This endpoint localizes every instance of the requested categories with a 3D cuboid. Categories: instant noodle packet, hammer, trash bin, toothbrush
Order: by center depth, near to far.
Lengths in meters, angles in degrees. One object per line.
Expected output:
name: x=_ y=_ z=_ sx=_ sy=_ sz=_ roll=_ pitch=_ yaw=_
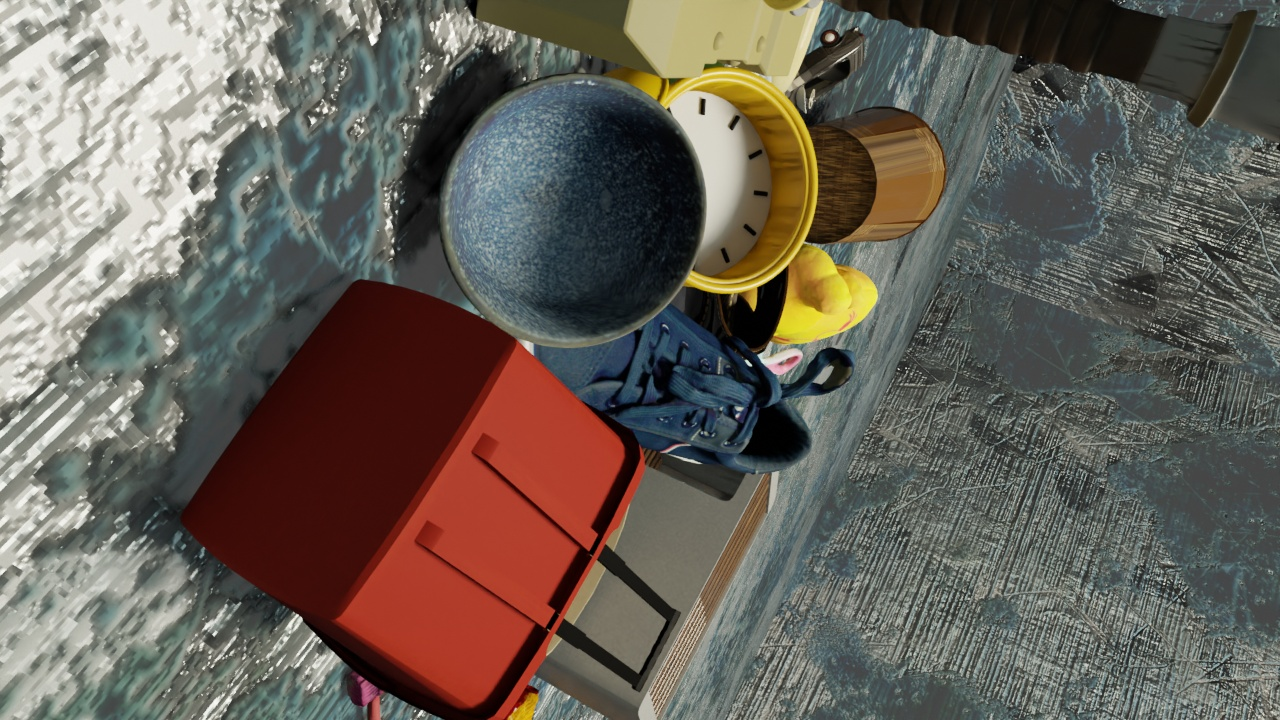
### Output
hammer: x=0.122 y=-0.139 z=0.356 sx=0.189 sy=0.325 sz=0.101 roll=-32 pitch=141 yaw=-59
toothbrush: x=-0.156 y=0.235 z=0.527 sx=0.016 sy=0.016 sz=0.190 roll=-37 pitch=146 yaw=-47
instant noodle packet: x=-0.121 y=0.310 z=0.675 sx=0.098 sy=0.040 sz=0.136 roll=-25 pitch=133 yaw=-62
trash bin: x=0.008 y=0.156 z=0.723 sx=0.228 sy=0.114 sz=0.115 roll=-57 pitch=159 yaw=-26

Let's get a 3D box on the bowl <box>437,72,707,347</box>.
bowl: x=-0.034 y=-0.068 z=0.404 sx=0.114 sy=0.114 sz=0.061 roll=-71 pitch=-157 yaw=13

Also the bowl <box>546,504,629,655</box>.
bowl: x=-0.063 y=0.117 z=0.584 sx=0.152 sy=0.050 sz=0.153 roll=-53 pitch=157 yaw=-35

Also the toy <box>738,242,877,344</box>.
toy: x=0.152 y=-0.062 z=0.906 sx=0.193 sy=0.135 sz=0.087 roll=4 pitch=65 yaw=-65

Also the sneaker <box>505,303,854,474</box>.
sneaker: x=0.035 y=0.013 z=0.562 sx=0.294 sy=0.127 sz=0.120 roll=31 pitch=81 yaw=-53

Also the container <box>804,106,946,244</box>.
container: x=0.195 y=-0.167 z=0.846 sx=0.166 sy=0.132 sz=0.132 roll=-23 pitch=134 yaw=-56

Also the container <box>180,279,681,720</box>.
container: x=-0.071 y=0.074 z=0.397 sx=0.147 sy=0.127 sz=0.201 roll=-59 pitch=150 yaw=-19

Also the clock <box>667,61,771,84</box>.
clock: x=0.047 y=-0.166 z=0.549 sx=0.094 sy=0.042 sz=0.119 roll=21 pitch=86 yaw=-67

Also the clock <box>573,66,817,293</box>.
clock: x=0.024 y=-0.093 z=0.478 sx=0.151 sy=0.052 sz=0.113 roll=1 pitch=96 yaw=-28

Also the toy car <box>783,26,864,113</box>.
toy car: x=0.132 y=-0.215 z=0.700 sx=0.092 sy=0.037 sz=0.040 roll=-33 pitch=161 yaw=3

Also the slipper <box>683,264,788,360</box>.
slipper: x=0.076 y=-0.038 z=0.731 sx=0.112 sy=0.076 sz=0.268 roll=-55 pitch=160 yaw=-33

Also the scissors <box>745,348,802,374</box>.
scissors: x=0.105 y=0.013 z=0.915 sx=0.103 sy=0.016 sz=0.178 roll=-32 pitch=166 yaw=16

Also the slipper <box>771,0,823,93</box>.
slipper: x=0.148 y=-0.294 z=0.600 sx=0.111 sy=0.079 sz=0.262 roll=-51 pitch=163 yaw=-76
